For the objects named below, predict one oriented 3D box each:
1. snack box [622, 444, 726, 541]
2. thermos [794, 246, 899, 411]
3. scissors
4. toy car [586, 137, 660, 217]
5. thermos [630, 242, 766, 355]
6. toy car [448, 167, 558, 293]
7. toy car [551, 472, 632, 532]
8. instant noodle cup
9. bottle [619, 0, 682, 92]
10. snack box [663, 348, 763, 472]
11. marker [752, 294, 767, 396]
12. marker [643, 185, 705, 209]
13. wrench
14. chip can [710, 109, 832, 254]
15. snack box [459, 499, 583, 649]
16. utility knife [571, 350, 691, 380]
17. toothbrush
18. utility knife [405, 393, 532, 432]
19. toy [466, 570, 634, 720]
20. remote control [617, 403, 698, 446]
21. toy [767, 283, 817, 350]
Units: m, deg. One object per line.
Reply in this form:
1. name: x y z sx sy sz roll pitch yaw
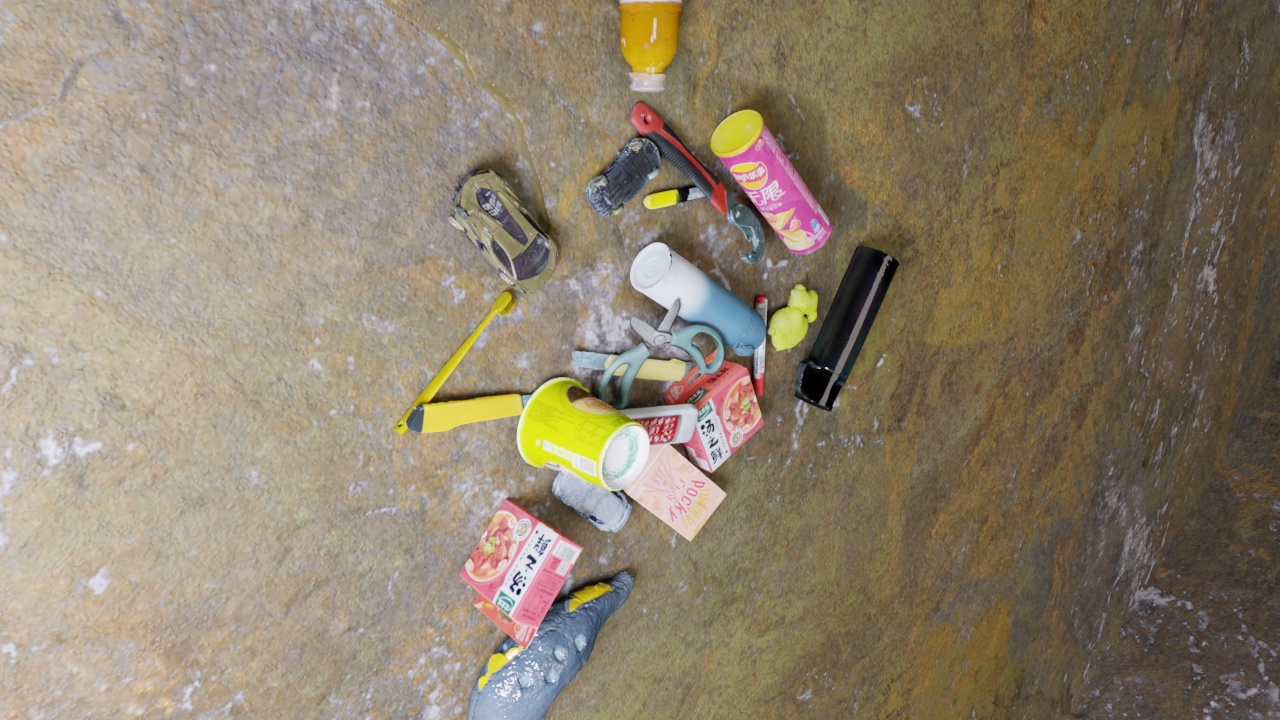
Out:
1. snack box: 0.046 0.173 1.226 0.084 0.026 0.157 -52 130 -6
2. thermos: 0.297 -0.049 1.349 0.090 0.068 0.242 29 84 -48
3. scissors: 0.022 0.009 1.129 0.171 0.019 0.170 28 106 -44
4. toy car: -0.020 -0.209 1.045 0.105 0.031 0.049 -47 130 -18
5. thermos: 0.080 -0.072 1.155 0.220 0.070 0.070 30 84 -42
6. toy car: -0.138 -0.133 0.962 0.070 0.042 0.158 -53 134 -14
7. toy car: -0.059 0.170 1.134 0.120 0.037 0.054 43 75 -38
8. instant noodle cup: -0.058 0.090 1.039 0.111 0.123 0.112 -23 123 -42
9. bottle: 0.011 -0.388 0.988 0.067 0.068 0.190 -11 111 -39
10. snack box: 0.101 0.066 1.233 0.113 0.044 0.127 -40 126 -25
11. marker: 0.167 -0.020 1.281 0.017 0.017 0.145 -14 113 -38
12. marker: 0.051 -0.203 1.123 0.123 0.015 0.018 -20 109 -39
13. wrench: 0.077 -0.216 1.124 0.273 0.016 0.056 42 63 -35
14. chip can: 0.172 -0.224 1.182 0.210 0.071 0.071 43 75 -41
15. snack box: -0.141 0.236 1.029 0.044 0.113 0.127 38 78 -43
16. utility knife: -0.007 0.007 1.136 0.204 0.021 0.031 6 96 -49
17. toothbrush: -0.194 0.003 0.973 0.189 0.016 0.016 -53 138 -15
18. utility knife: -0.165 0.054 1.010 0.215 0.015 0.033 -6 115 -47
19. toy: -0.132 0.381 1.112 0.355 0.091 0.138 -46 157 -19
20. remote control: 0.007 0.084 1.142 0.135 0.020 0.056 -3 125 -24
21. toy: 0.219 -0.058 1.305 0.096 0.031 0.100 16 93 -45
